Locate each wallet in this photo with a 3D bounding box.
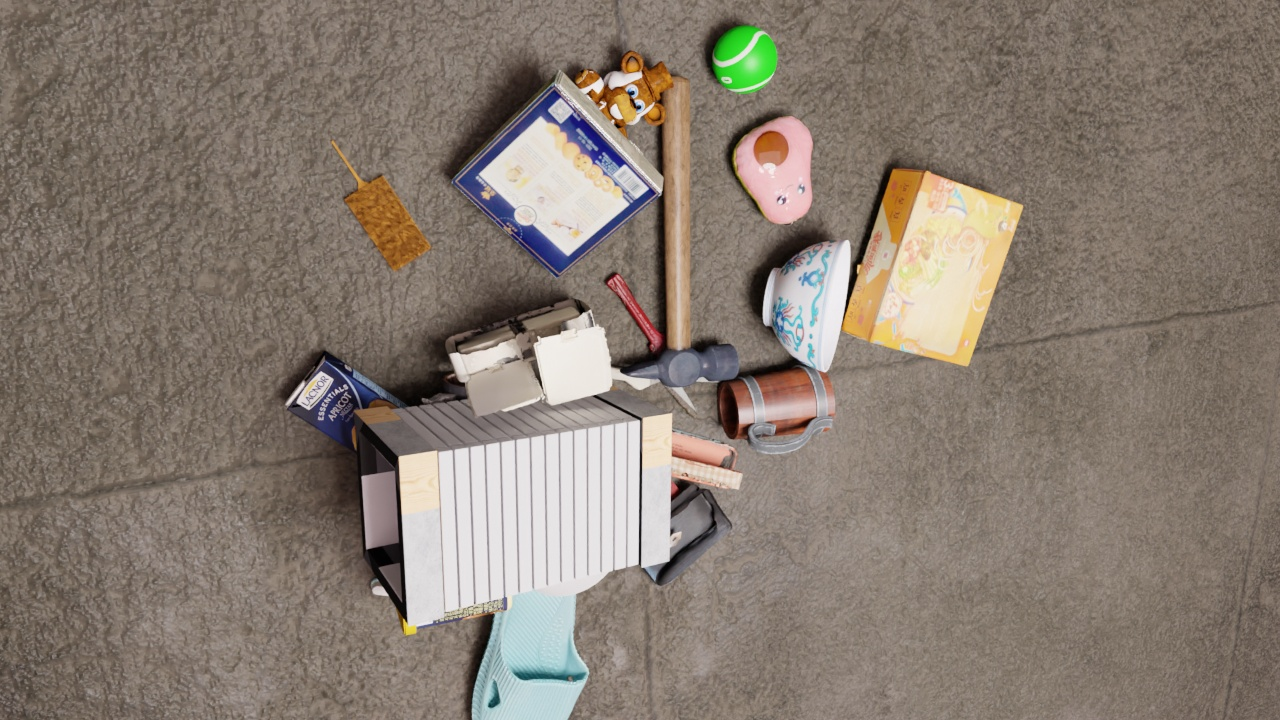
[{"bbox_3d":[0.043,0.199,1.053,0.115,0.026,0.089,-38,133,-7],"label":"wallet"}]

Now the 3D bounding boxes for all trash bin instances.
[{"bbox_3d":[-0.113,0.115,0.833,0.246,0.142,0.142,-7,105,-29],"label":"trash bin"}]

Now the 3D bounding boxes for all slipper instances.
[{"bbox_3d":[-0.118,0.331,1.013,0.115,0.069,0.276,3,105,-25],"label":"slipper"}]

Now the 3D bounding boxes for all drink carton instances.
[{"bbox_3d":[-0.275,0.052,0.901,0.130,0.040,0.064,39,89,-24],"label":"drink carton"}]

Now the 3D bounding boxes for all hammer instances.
[{"bbox_3d":[0.037,-0.130,0.960,0.129,0.040,0.322,-6,103,-21],"label":"hammer"}]

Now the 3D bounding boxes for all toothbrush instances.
[{"bbox_3d":[-0.201,0.252,0.997,0.180,0.016,0.016,11,103,-24],"label":"toothbrush"}]

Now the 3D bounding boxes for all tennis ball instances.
[{"bbox_3d":[0.105,-0.304,0.926,0.065,0.065,0.065,-5,106,-19],"label":"tennis ball"}]

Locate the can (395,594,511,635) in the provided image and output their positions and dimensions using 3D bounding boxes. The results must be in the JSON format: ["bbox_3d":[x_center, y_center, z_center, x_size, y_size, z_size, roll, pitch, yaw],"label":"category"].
[{"bbox_3d":[-0.196,0.205,0.922,0.104,0.135,0.075,-7,107,-21],"label":"can"}]

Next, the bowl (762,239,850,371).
[{"bbox_3d":[0.178,-0.064,1.002,0.074,0.143,0.144,10,104,18],"label":"bowl"}]

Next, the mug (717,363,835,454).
[{"bbox_3d":[0.156,0.059,1.021,0.111,0.117,0.082,-7,125,-14],"label":"mug"}]

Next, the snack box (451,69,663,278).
[{"bbox_3d":[-0.078,-0.173,0.875,0.145,0.042,0.144,-35,117,26],"label":"snack box"}]

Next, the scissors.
[{"bbox_3d":[-0.005,-0.004,0.998,0.179,0.015,0.199,-22,111,-15],"label":"scissors"}]

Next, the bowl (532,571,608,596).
[{"bbox_3d":[-0.074,0.176,0.977,0.149,0.043,0.149,5,81,-30],"label":"bowl"}]

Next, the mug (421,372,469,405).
[{"bbox_3d":[-0.173,0.073,0.911,0.115,0.080,0.107,-17,114,-57],"label":"mug"}]

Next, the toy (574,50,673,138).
[{"bbox_3d":[-0.021,-0.252,0.896,0.112,0.067,0.087,-27,122,3],"label":"toy"}]

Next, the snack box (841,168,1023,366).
[{"bbox_3d":[0.328,-0.107,1.054,0.145,0.080,0.195,12,100,-23],"label":"snack box"}]

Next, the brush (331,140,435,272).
[{"bbox_3d":[-0.250,-0.147,0.867,0.048,0.017,0.126,-34,113,-8],"label":"brush"}]

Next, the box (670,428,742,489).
[{"bbox_3d":[0.033,0.103,1.022,0.187,0.057,0.067,15,67,-24],"label":"box"}]

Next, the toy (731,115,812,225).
[{"bbox_3d":[0.148,-0.200,0.979,0.090,0.051,0.110,-29,113,-9],"label":"toy"}]

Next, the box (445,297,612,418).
[{"bbox_3d":[-0.105,0.002,0.868,0.143,0.180,0.080,-18,105,-8],"label":"box"}]

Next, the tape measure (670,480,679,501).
[{"bbox_3d":[0.014,0.158,1.047,0.059,0.019,0.051,-43,118,-4],"label":"tape measure"}]
